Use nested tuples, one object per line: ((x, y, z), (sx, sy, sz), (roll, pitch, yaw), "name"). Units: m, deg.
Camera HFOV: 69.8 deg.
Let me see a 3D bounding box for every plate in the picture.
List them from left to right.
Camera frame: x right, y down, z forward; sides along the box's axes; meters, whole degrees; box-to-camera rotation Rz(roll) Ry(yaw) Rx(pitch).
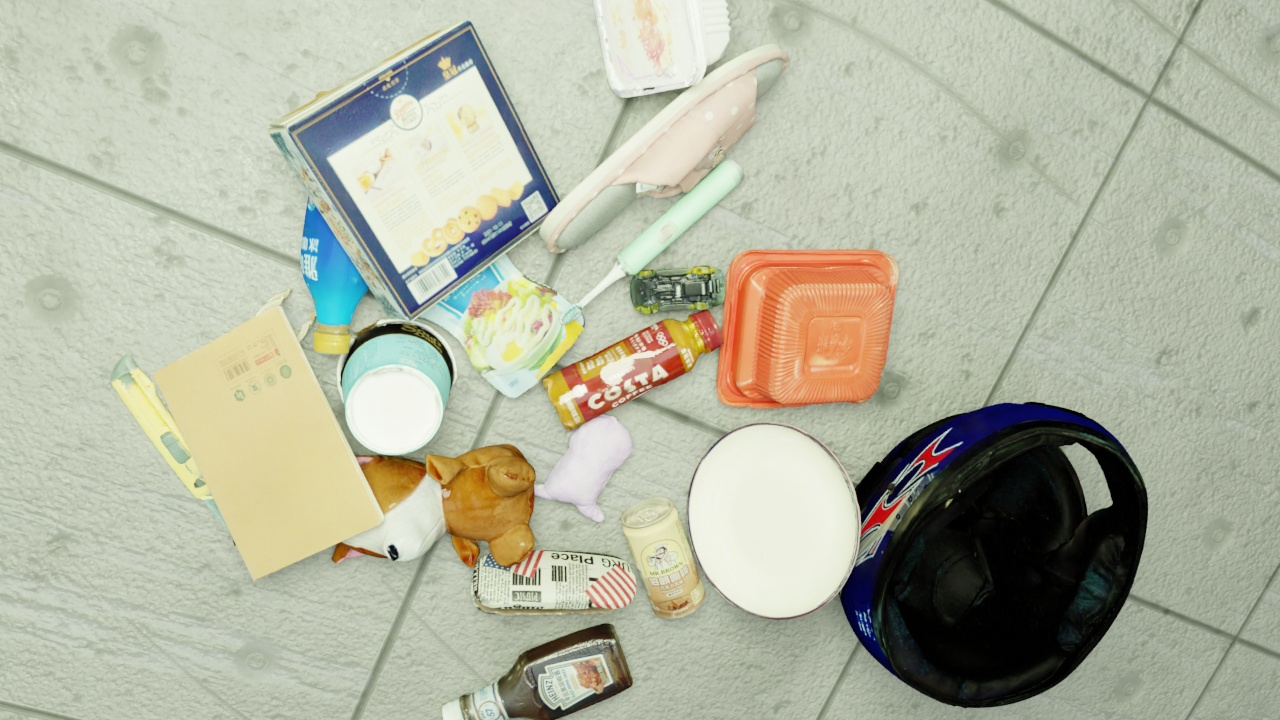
((0.134, 0.157, 0.909), (0.039, 0.192, 0.192), (4, 107, -52), "plate")

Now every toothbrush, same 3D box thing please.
((0.009, -0.110, 0.861), (0.224, 0.027, 0.026), (-42, 104, -5), "toothbrush")

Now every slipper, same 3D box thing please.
((0.028, -0.179, 0.819), (0.274, 0.114, 0.054), (-38, 85, 2), "slipper")

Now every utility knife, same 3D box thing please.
((-0.419, 0.083, 0.839), (0.031, 0.021, 0.198), (-29, 114, -4), "utility knife")

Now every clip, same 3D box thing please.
((-0.343, -0.028, 0.815), (0.104, 0.034, 0.082), (-26, 112, 4), "clip")

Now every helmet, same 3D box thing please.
((0.330, 0.167, 0.899), (0.247, 0.240, 0.316), (26, 108, 1), "helmet")

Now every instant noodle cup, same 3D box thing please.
((-0.217, 0.027, 0.809), (0.111, 0.120, 0.111), (-3, 105, -12), "instant noodle cup")
((0.018, -0.318, 0.774), (0.060, 0.138, 0.173), (-19, 109, -31), "instant noodle cup")
((0.176, -0.024, 0.905), (0.188, 0.079, 0.165), (-3, 109, -16), "instant noodle cup")

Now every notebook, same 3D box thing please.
((-0.328, 0.075, 0.804), (0.148, 0.008, 0.207), (-25, 92, 15), "notebook")

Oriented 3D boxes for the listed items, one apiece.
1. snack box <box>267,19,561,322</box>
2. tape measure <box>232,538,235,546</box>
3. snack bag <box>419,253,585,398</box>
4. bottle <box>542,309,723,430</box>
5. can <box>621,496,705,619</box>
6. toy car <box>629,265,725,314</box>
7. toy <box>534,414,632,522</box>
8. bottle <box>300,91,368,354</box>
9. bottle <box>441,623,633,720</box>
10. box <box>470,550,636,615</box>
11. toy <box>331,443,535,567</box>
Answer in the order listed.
((-0.176, -0.157, 0.761), (0.177, 0.046, 0.182), (-40, 122, -24), "snack box")
((-0.349, 0.155, 0.853), (0.057, 0.039, 0.058), (-28, 111, -17), "tape measure")
((-0.149, -0.061, 0.846), (0.110, 0.039, 0.191), (-45, 107, 5), "snack bag")
((-0.005, 0.005, 0.884), (0.175, 0.057, 0.057), (-26, 108, -5), "bottle")
((0.024, 0.204, 0.942), (0.058, 0.058, 0.116), (-21, 108, -7), "can")
((0.035, -0.069, 0.883), (0.091, 0.036, 0.043), (-4, 102, 0), "toy car")
((-0.049, 0.104, 0.910), (0.084, 0.039, 0.108), (28, 96, -18), "toy")
((-0.255, -0.114, 0.785), (0.065, 0.065, 0.219), (6, 99, -14), "bottle")
((-0.109, 0.341, 0.959), (0.195, 0.044, 0.080), (-20, 107, -6), "bottle")
((-0.085, 0.223, 0.910), (0.163, 0.087, 0.076), (5, 88, -11), "box")
((-0.196, 0.140, 0.851), (0.199, 0.130, 0.140), (1, 116, -4), "toy")
